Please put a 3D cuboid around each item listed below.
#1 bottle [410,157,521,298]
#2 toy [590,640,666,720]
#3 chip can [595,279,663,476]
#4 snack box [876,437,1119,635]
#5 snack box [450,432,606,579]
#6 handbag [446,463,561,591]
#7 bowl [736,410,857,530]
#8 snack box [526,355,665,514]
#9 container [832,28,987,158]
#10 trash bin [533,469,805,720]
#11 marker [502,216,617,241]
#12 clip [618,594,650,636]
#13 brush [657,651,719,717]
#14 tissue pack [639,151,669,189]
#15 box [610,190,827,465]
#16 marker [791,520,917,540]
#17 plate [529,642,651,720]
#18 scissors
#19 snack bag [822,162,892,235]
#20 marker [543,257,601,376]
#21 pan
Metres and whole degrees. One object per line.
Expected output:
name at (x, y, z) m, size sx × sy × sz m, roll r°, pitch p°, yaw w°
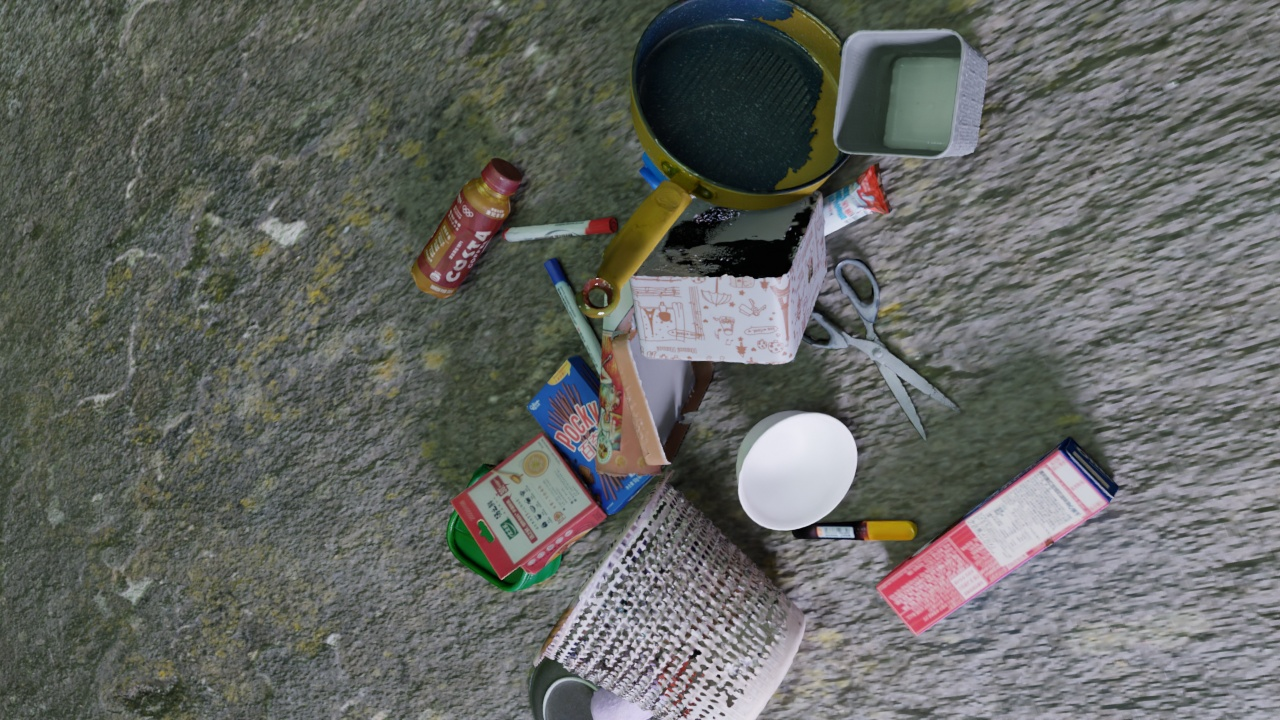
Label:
bottle at (-0.193, -0.148, 1.025) m, size 0.057 × 0.057 × 0.175 m, roll 50°, pitch 120°, yaw 15°
toy at (-0.011, 0.371, 1.012) m, size 0.108 × 0.039 × 0.084 m, roll -42°, pitch 72°, yaw 10°
chip can at (-0.005, 0.005, 0.911) m, size 0.071 × 0.071 × 0.215 m, roll 5°, pitch 95°, yaw 32°
snack box at (0.296, 0.150, 0.770) m, size 0.058 × 0.057 × 0.208 m, roll 52°, pitch 121°, yaw 17°
snack box at (-0.121, 0.162, 0.998) m, size 0.127 × 0.044 × 0.113 m, roll -37°, pitch 62°, yaw -6°
handbag at (-0.152, 0.196, 1.066) m, size 0.131 × 0.067 × 0.120 m, roll 27°, pitch 104°, yaw 27°
bowl at (0.133, 0.090, 0.851) m, size 0.064 × 0.118 × 0.118 m, roll -131°, pitch 49°, yaw -63°
snack box at (-0.051, 0.081, 0.997) m, size 0.157 × 0.026 × 0.085 m, roll 51°, pitch 121°, yaw 14°
container at (0.216, -0.204, 0.718) m, size 0.090 × 0.114 × 0.090 m, roll 12°, pitch 106°, yaw 30°
trash bin at (0.039, 0.248, 0.875) m, size 0.192 × 0.226 × 0.228 m, roll 35°, pitch 117°, yaw 7°
marker at (-0.089, -0.140, 0.985) m, size 0.145 × 0.017 × 0.017 m, roll 0°, pitch 99°, yaw 33°
clip at (-0.005, 0.286, 1.013) m, size 0.015 × 0.049 × 0.057 m, roll -34°, pitch 86°, yaw 31°
brush at (0.066, 0.373, 0.953) m, size 0.063 × 0.069 × 0.146 m, roll -34°, pitch 80°, yaw 32°
tissue pack at (0.075, -0.197, 0.848) m, size 0.157 × 0.052 × 0.095 m, roll -42°, pitch 78°, yaw 31°
box at (0.074, -0.023, 0.793) m, size 0.157 × 0.182 × 0.193 m, roll 1°, pitch 122°, yaw 22°
marker at (0.199, 0.160, 0.861) m, size 0.124 × 0.015 × 0.018 m, roll -9°, pitch 93°, yaw 36°
plate at (-0.065, 0.420, 1.074) m, size 0.180 × 0.024 × 0.179 m, roll 7°, pitch 103°, yaw 31°
scissors at (0.207, -0.013, 0.821) m, size 0.160 × 0.014 × 0.170 m, roll 7°, pitch 103°, yaw 32°
snack bag at (0.173, -0.132, 0.813) m, size 0.104 × 0.026 × 0.048 m, roll -21°, pitch 79°, yaw 34°
marker at (-0.066, -0.044, 0.988) m, size 0.017 × 0.016 × 0.145 m, roll -32°, pitch 82°, yaw 33°
pan at (0.049, -0.162, 0.723) m, size 0.198 × 0.356 × 0.078 m, roll 32°, pitch 160°, yaw 3°
